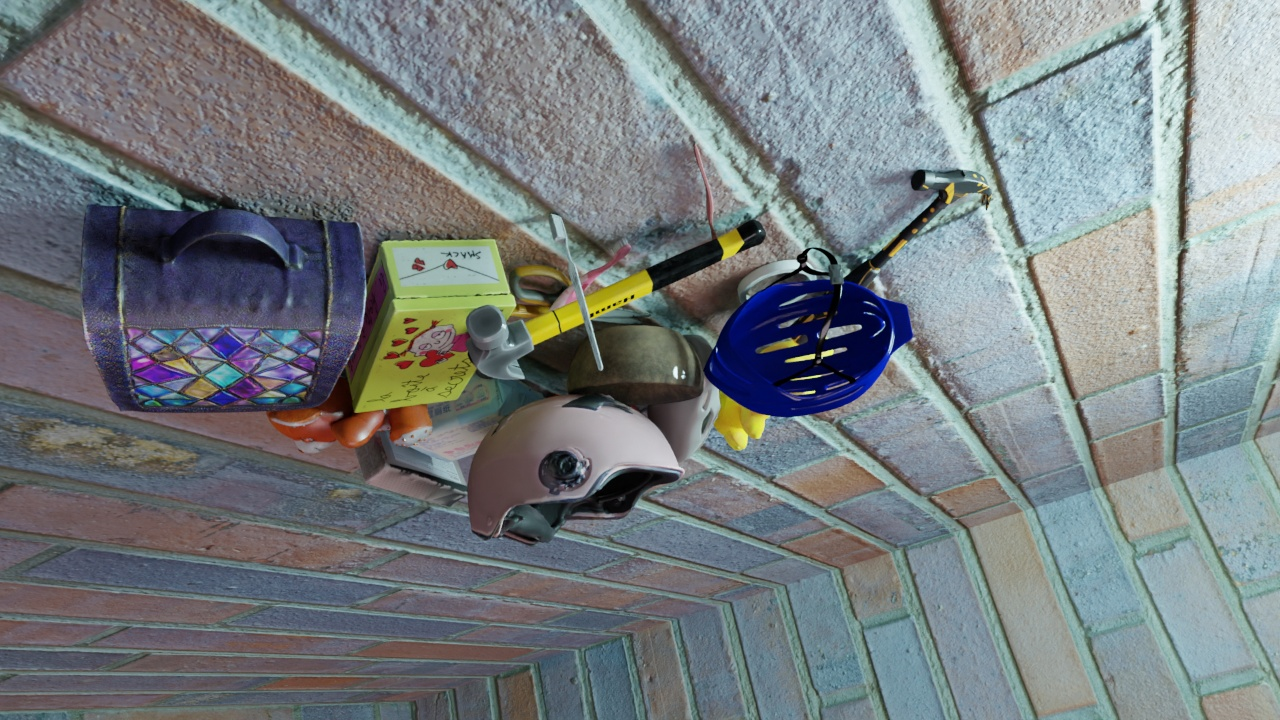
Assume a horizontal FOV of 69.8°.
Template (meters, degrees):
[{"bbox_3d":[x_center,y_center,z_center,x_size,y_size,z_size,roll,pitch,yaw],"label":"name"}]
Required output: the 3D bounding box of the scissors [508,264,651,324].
[{"bbox_3d":[-0.068,-0.063,1.015,0.227,0.016,0.134,-3,143,-36],"label":"scissors"}]

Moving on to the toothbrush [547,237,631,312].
[{"bbox_3d":[-0.058,-0.082,0.962,0.135,0.016,0.021,-40,150,28],"label":"toothbrush"}]

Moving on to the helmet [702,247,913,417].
[{"bbox_3d":[0.172,-0.032,1.010,0.242,0.147,0.228,-10,154,15],"label":"helmet"}]

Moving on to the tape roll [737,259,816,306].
[{"bbox_3d":[0.160,-0.088,1.080,0.093,0.013,0.093,-11,155,-5],"label":"tape roll"}]

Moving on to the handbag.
[{"bbox_3d":[-0.351,-0.052,0.784,0.204,0.125,0.223,0,151,-26],"label":"handbag"}]

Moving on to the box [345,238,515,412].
[{"bbox_3d":[-0.222,-0.029,0.932,0.124,0.082,0.222,-4,153,-32],"label":"box"}]

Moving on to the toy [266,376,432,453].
[{"bbox_3d":[-0.333,0.059,1.036,0.172,0.093,0.164,2,-168,-29],"label":"toy"}]

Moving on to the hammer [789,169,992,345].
[{"bbox_3d":[0.275,-0.111,1.068,0.123,0.036,0.322,1,149,-29],"label":"hammer"}]

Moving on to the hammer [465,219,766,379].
[{"bbox_3d":[-0.019,-0.066,0.916,0.324,0.034,0.170,-25,166,-9],"label":"hammer"}]

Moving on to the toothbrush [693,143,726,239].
[{"bbox_3d":[0.069,-0.155,0.898,0.016,0.015,0.184,-18,153,5],"label":"toothbrush"}]

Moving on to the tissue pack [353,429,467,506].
[{"bbox_3d":[-0.314,0.135,1.225,0.071,0.104,0.181,-37,151,13],"label":"tissue pack"}]

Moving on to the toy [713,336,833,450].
[{"bbox_3d":[0.174,0.034,1.256,0.087,0.134,0.194,42,141,-7],"label":"toy"}]

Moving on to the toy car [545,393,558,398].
[{"bbox_3d":[-0.111,0.081,1.259,0.051,0.048,0.100,-19,154,12],"label":"toy car"}]

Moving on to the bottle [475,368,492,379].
[{"bbox_3d":[-0.176,-0.017,1.048,0.030,0.030,0.113,-7,154,-12],"label":"bottle"}]

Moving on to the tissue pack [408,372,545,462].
[{"bbox_3d":[-0.219,0.071,1.165,0.182,0.070,0.112,-19,154,17],"label":"tissue pack"}]

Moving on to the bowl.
[{"bbox_3d":[-0.006,0.006,1.092,0.162,0.070,0.162,-1,168,0],"label":"bowl"}]

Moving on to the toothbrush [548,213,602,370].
[{"bbox_3d":[-0.060,-0.065,0.828,0.010,0.181,0.010,12,137,-37],"label":"toothbrush"}]

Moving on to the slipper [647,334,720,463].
[{"bbox_3d":[0.077,0.048,1.234,0.080,0.113,0.266,-16,152,-20],"label":"slipper"}]

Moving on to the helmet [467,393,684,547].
[{"bbox_3d":[-0.083,0.121,1.083,0.256,0.152,0.230,-20,160,15],"label":"helmet"}]

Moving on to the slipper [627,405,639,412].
[{"bbox_3d":[-0.017,0.110,1.304,0.059,0.103,0.249,-27,157,-4],"label":"slipper"}]
